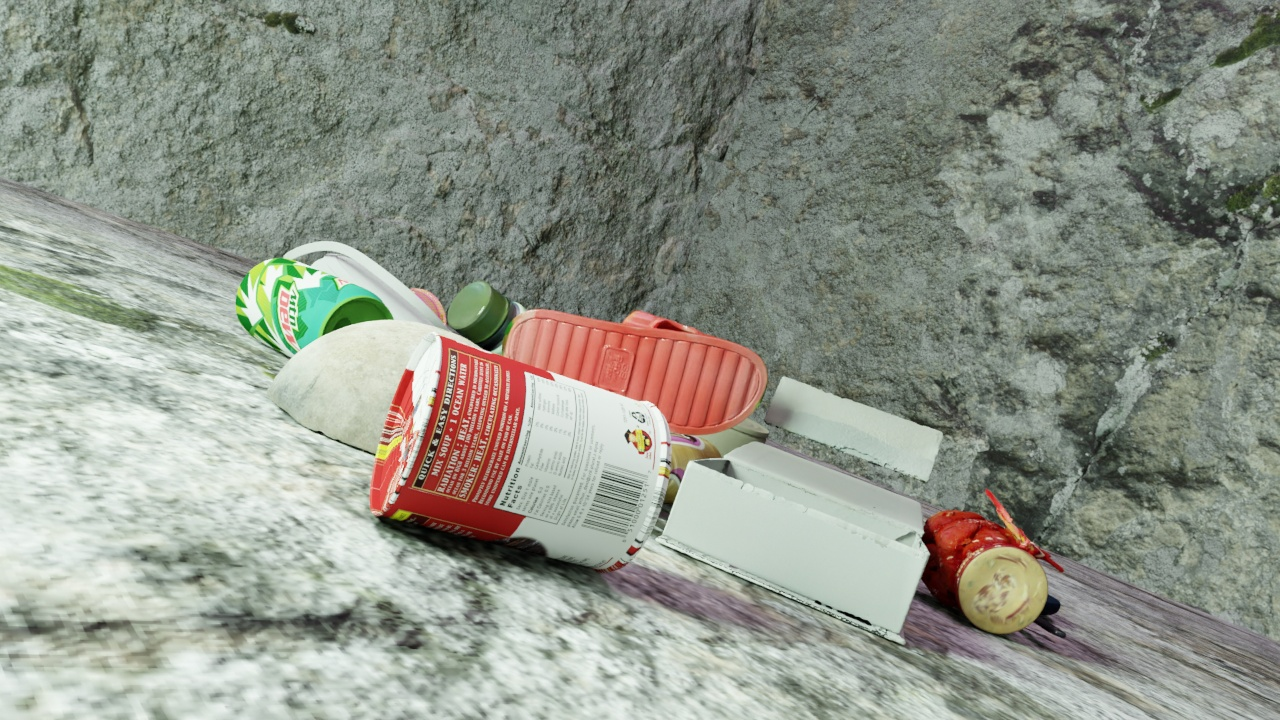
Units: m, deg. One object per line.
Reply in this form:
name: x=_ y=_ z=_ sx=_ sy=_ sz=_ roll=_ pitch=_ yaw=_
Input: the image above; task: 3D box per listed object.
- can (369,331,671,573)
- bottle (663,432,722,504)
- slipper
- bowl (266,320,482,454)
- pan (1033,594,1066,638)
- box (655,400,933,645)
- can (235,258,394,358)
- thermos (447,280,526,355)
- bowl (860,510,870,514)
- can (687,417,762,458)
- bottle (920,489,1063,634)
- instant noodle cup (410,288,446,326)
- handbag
can: x=-0.057 y=0.046 z=0.434 sx=0.116 sy=0.086 sz=0.087 roll=19 pitch=0 yaw=-23
bottle: x=0.017 y=0.087 z=0.744 sx=0.060 sy=0.059 sz=0.166 roll=20 pitch=1 yaw=24
slipper: x=-0.005 y=0.005 z=0.871 sx=0.249 sy=0.103 sz=0.059 roll=11 pitch=13 yaw=1
bowl: x=-0.150 y=0.017 z=0.620 sx=0.178 sy=0.081 sz=0.178 roll=19 pitch=1 yaw=-1
pan: x=0.335 y=0.222 z=0.894 sx=0.199 sy=0.021 sz=0.356 roll=20 pitch=-1 yaw=3
box: x=0.144 y=0.113 z=0.733 sx=0.166 sy=0.098 sz=0.368 roll=20 pitch=7 yaw=15
can: x=-0.292 y=-0.038 z=0.823 sx=0.144 sy=0.083 sz=0.083 roll=20 pitch=0 yaw=38
thermos: x=-0.133 y=-0.009 z=1.106 sx=0.082 sy=0.082 sz=0.231 roll=20 pitch=-16 yaw=48
bowl: x=0.195 y=0.162 z=0.935 sx=0.106 sy=0.039 sz=0.106 roll=20 pitch=0 yaw=0
can: x=0.093 y=0.101 z=1.168 sx=0.128 sy=0.073 sz=0.127 roll=22 pitch=6 yaw=-2
bottle: x=0.282 y=0.165 z=0.753 sx=0.099 sy=0.099 sz=0.111 roll=20 pitch=5 yaw=-3
instant noodle cup: x=-0.310 y=-0.045 z=1.127 sx=0.098 sy=0.098 sz=0.108 roll=20 pitch=7 yaw=22
handbag: x=-0.257 y=-0.047 z=1.000 sx=0.216 sy=0.095 sz=0.222 roll=38 pitch=5 yaw=15
